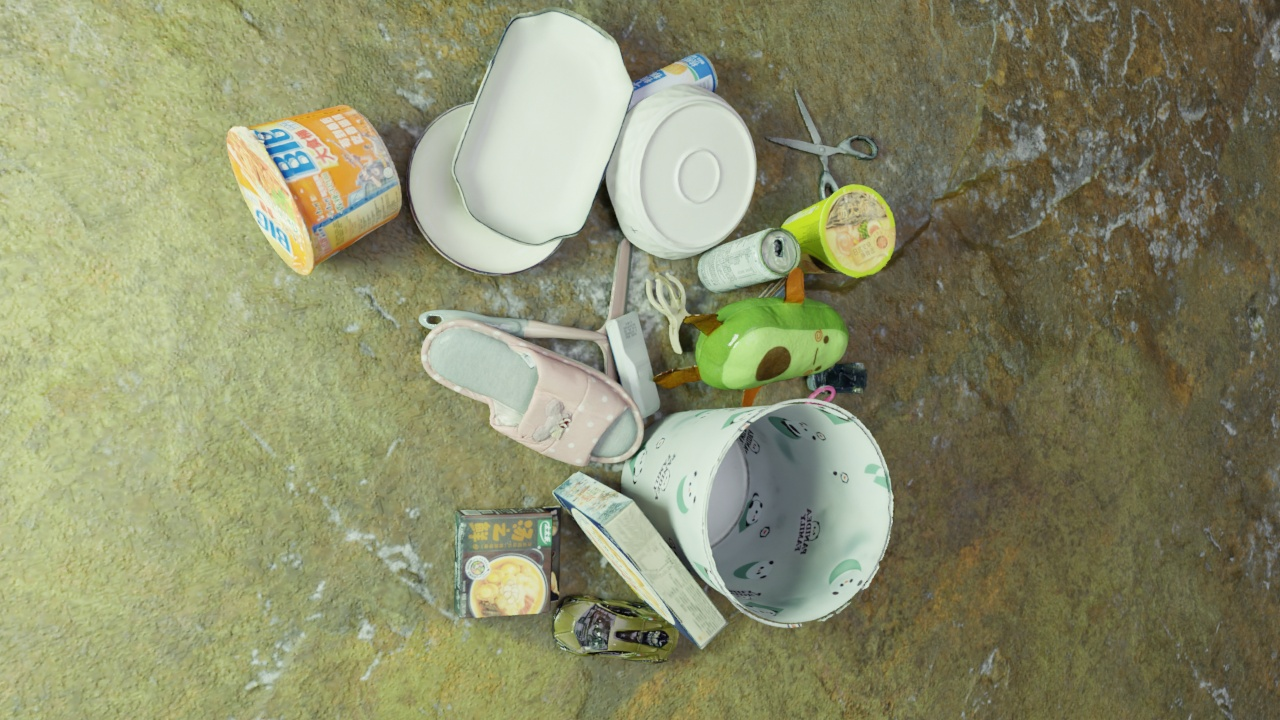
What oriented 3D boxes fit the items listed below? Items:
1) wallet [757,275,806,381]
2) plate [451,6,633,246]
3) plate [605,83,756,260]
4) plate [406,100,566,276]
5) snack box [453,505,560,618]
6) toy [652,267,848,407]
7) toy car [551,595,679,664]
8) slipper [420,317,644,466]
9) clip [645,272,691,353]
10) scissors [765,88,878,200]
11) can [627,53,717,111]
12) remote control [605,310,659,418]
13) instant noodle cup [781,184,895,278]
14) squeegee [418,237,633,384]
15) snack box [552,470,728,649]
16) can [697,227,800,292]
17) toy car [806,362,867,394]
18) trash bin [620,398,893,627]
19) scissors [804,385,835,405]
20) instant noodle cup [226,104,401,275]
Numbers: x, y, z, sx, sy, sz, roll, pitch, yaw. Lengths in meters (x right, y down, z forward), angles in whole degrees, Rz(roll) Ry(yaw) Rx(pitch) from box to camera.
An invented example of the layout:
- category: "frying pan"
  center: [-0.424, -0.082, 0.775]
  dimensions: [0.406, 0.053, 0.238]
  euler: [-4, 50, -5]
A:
- category: "wallet"
  center: [0.193, -0.042, 1.189]
  dimensions: [0.090, 0.033, 0.115]
  euler: [-44, 108, -15]
- category: "plate"
  center: [-0.108, -0.253, 1.004]
  dimensions: [0.162, 0.034, 0.265]
  euler: [22, 80, -24]
- category: "plate"
  center: [0.058, -0.220, 1.089]
  dimensions: [0.204, 0.045, 0.205]
  euler: [-10, 109, -31]
- category: "plate"
  center: [-0.165, -0.188, 1.019]
  dimensions: [0.192, 0.039, 0.192]
  euler: [0, 90, -25]
- category: "snack box"
  center: [-0.144, 0.223, 1.028]
  dimensions: [0.125, 0.053, 0.113]
  euler: [1, 90, -19]
- category: "toy"
  center: [0.143, -0.019, 1.081]
  dimensions: [0.246, 0.228, 0.090]
  euler: [-8, 49, -24]
- category: "toy car"
  center: [-0.028, 0.319, 1.083]
  dimensions: [0.158, 0.042, 0.070]
  euler: [12, 84, -22]
- category: "slipper"
  center: [-0.114, 0.041, 1.016]
  dimensions: [0.274, 0.054, 0.114]
  euler: [30, 109, -19]
- category: "clip"
  center: [0.041, -0.061, 1.120]
  dimensions: [0.070, 0.035, 0.100]
  euler: [-39, 114, -20]
- category: "scissors"
  center: [0.246, -0.282, 1.223]
  dimensions: [0.159, 0.014, 0.178]
  euler: [-28, 101, -22]
- category: "can"
  center: [0.025, -0.319, 1.098]
  dimensions: [0.134, 0.053, 0.053]
  euler: [-31, 102, -22]
- category: "remote control"
  center: [-0.006, 0.006, 1.090]
  dimensions: [0.048, 0.024, 0.125]
  euler: [-27, 105, -52]
- category: "instant noodle cup"
  center: [0.239, -0.155, 1.159]
  dimensions: [0.111, 0.124, 0.111]
  euler: [0, 89, -23]
- category: "squeegee"
  center: [-0.123, -0.034, 1.040]
  dimensions: [0.249, 0.040, 0.247]
  euler: [5, 89, -24]
- category: "snack box"
  center: [-0.004, 0.214, 1.014]
  dimensions: [0.045, 0.183, 0.178]
  euler: [-41, 106, -15]
- category: "can"
  center: [0.127, -0.118, 1.093]
  dimensions: [0.058, 0.147, 0.058]
  euler: [2, 85, -25]
- category: "toy car"
  center: [0.261, 0.024, 1.218]
  dimensions: [0.090, 0.034, 0.043]
  euler: [-1, 88, -26]
- category: "trash bin"
  center: [0.109, 0.152, 1.029]
  dimensions: [0.229, 0.252, 0.229]
  euler: [0, 90, -25]
- category: "scissors"
  center: [0.199, 0.083, 1.190]
  dimensions: [0.133, 0.017, 0.118]
  euler: [-27, 127, -6]
- category: "instant noodle cup"
  center: [-0.314, -0.174, 0.898]
  dimensions: [0.111, 0.152, 0.151]
  euler: [-33, 103, -30]
